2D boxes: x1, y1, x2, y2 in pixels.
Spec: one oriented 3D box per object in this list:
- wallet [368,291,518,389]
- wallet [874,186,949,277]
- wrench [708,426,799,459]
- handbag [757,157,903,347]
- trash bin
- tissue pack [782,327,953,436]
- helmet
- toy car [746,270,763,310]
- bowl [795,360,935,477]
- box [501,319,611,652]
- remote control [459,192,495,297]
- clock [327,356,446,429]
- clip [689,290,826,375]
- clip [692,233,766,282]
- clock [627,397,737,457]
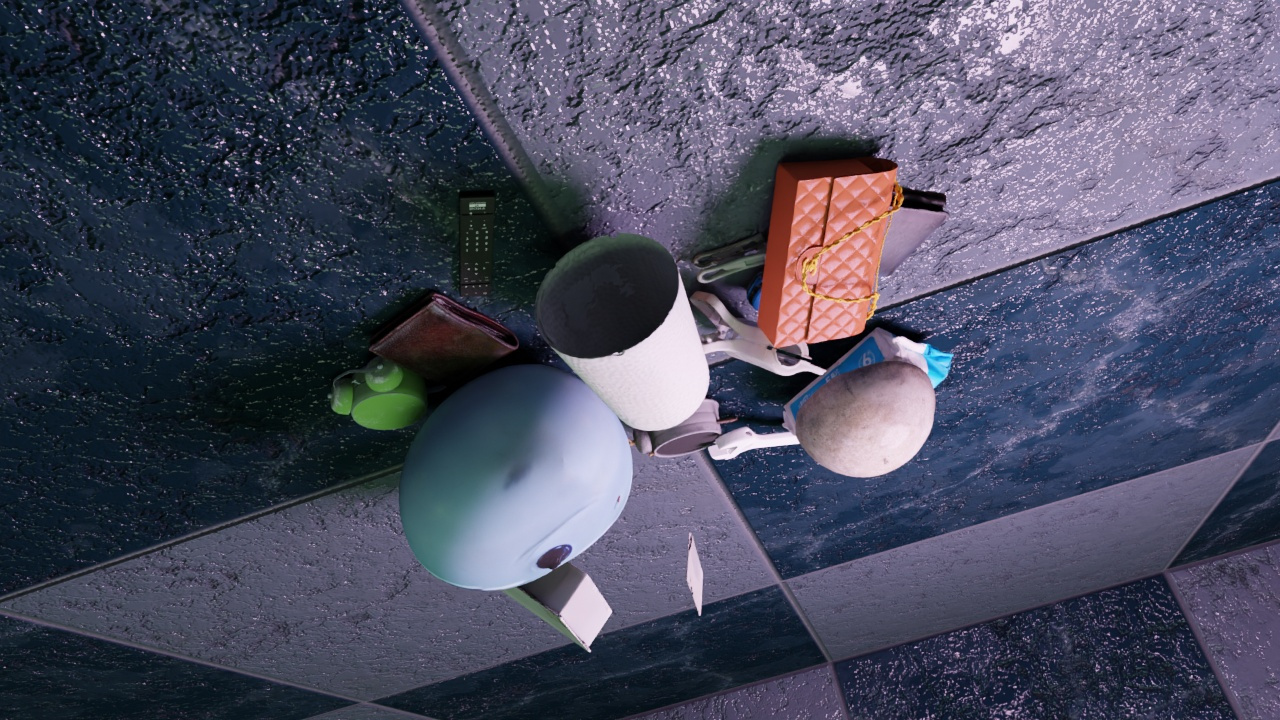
[{"bbox_3d":[-0.200,-0.019,0.937,0.100,0.031,0.120,-32,142,25],"label":"wallet"},{"bbox_3d":[0.250,-0.126,0.935,0.089,0.026,0.115,2,147,-26],"label":"wallet"},{"bbox_3d":[0.195,0.107,1.257,0.272,0.018,0.066,-1,151,-42],"label":"wrench"},{"bbox_3d":[0.180,-0.098,0.863,0.108,0.060,0.172,-8,125,-15],"label":"handbag"},{"bbox_3d":[-0.006,-0.017,0.855,0.133,0.133,0.161,-19,144,9],"label":"trash bin"},{"bbox_3d":[0.287,0.040,1.168,0.117,0.066,0.210,19,130,-36],"label":"tissue pack"},{"bbox_3d":[-0.145,0.111,0.974,0.265,0.225,0.167,-38,150,-12],"label":"helmet"},{"bbox_3d":[0.172,-0.074,0.973,0.120,0.043,0.056,-2,148,-18],"label":"toy car"},{"bbox_3d":[0.283,0.087,1.112,0.178,0.081,0.179,-8,137,-8],"label":"bowl"},{"bbox_3d":[-0.112,0.151,1.142,0.172,0.379,0.167,0,151,9],"label":"box"},{"bbox_3d":[-0.149,-0.102,0.834,0.030,0.009,0.140,-5,148,-14],"label":"remote control"},{"bbox_3d":[-0.274,0.035,0.981,0.094,0.042,0.119,-29,146,23],"label":"clock"},{"bbox_3d":[0.114,-0.022,0.977,0.144,0.075,0.125,20,180,-21],"label":"clip"},{"bbox_3d":[0.090,-0.101,0.913,0.076,0.045,0.023,-18,148,10],"label":"clip"},{"bbox_3d":[0.041,0.088,1.175,0.147,0.056,0.104,-12,159,-12],"label":"clock"}]
